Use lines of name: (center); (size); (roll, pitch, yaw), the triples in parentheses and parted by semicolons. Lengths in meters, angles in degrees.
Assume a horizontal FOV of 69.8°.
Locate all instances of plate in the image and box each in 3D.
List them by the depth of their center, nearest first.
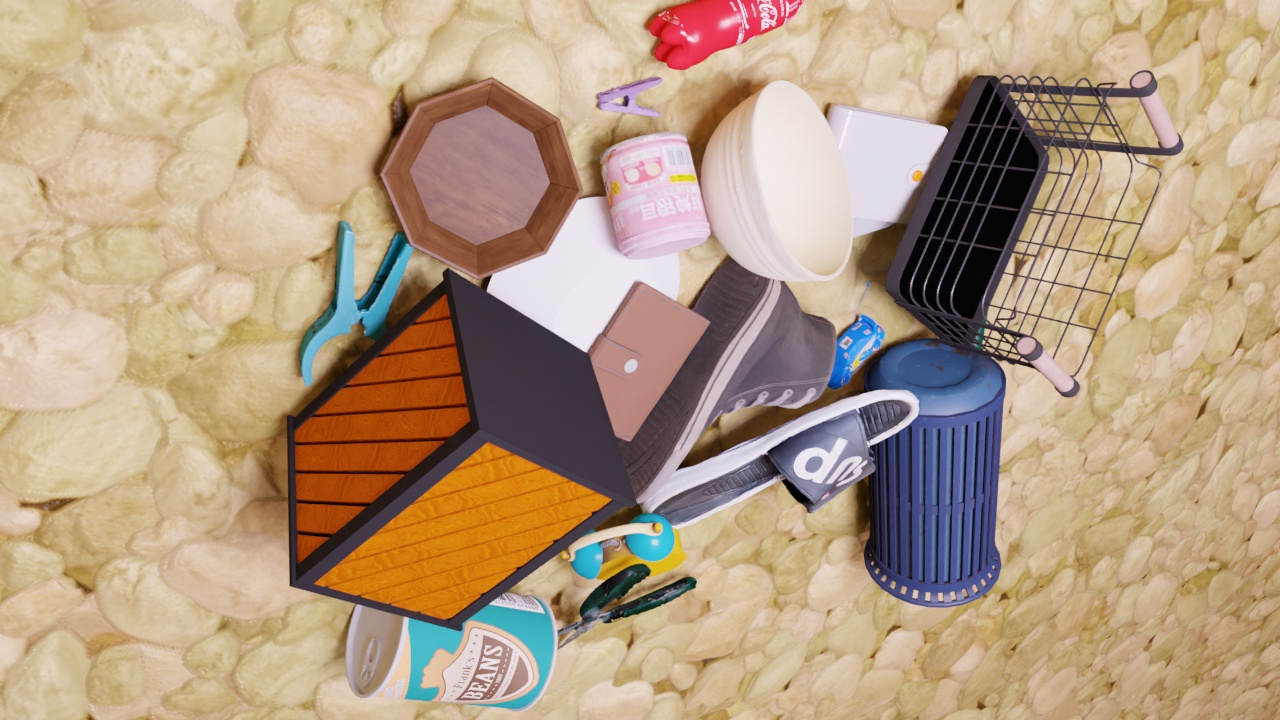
plate: (-0.107, -0.124, 0.626); (0.131, 0.025, 0.131); (-6, 113, -14)
plate: (-0.034, -0.037, 0.709); (0.173, 0.036, 0.174); (-17, 127, -25)

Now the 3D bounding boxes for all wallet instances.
wallet: (-0.004, 0.004, 0.720); (0.087, 0.013, 0.121); (25, 103, -42)
wallet: (0.195, -0.151, 0.780); (0.118, 0.037, 0.115); (2, 115, -26)

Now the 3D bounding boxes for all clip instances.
clip: (-0.214, -0.033, 0.634); (0.120, 0.030, 0.130); (-8, 121, -19)
clip: (-0.007, -0.188, 0.665); (0.050, 0.013, 0.029); (-13, 121, -19)

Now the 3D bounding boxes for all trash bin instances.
trash bin: (-0.127, 0.067, 0.626); (0.172, 0.139, 0.139); (-38, 136, 20)
trash bin: (0.292, 0.109, 0.919); (0.139, 0.139, 0.250); (-21, 123, -17)

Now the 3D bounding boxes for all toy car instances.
toy car: (0.191, -0.024, 0.849); (0.092, 0.033, 0.062); (-48, 135, 3)

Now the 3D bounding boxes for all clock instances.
clock: (-0.009, 0.172, 0.827); (0.099, 0.043, 0.129); (-20, 151, 17)

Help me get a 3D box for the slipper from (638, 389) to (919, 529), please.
slipper: (0.127, 0.104, 0.815); (0.264, 0.063, 0.111); (-21, 149, 11)

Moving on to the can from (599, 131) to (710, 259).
can: (0.010, -0.117, 0.661); (0.067, 0.067, 0.076); (-13, 88, -22)

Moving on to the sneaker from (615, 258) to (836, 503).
sneaker: (0.068, 0.035, 0.787); (0.119, 0.095, 0.235); (31, 93, -37)

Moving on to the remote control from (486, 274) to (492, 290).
remote control: (-0.098, -0.062, 0.686); (0.033, 0.013, 0.137); (-3, 118, -28)

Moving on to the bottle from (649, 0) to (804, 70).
bottle: (0.074, -0.250, 0.654); (0.141, 0.042, 0.042); (-28, 126, -12)

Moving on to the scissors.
scissors: (-0.013, 0.218, 0.840); (0.201, 0.015, 0.206); (-16, 155, -28)

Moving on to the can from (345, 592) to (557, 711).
can: (-0.157, 0.237, 0.770); (0.143, 0.099, 0.099); (21, 105, -35)

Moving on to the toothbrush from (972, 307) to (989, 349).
toothbrush: (0.355, 0.023, 0.978); (0.016, 0.017, 0.190); (-17, 124, -20)

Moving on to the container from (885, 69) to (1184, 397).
container: (0.334, -0.111, 0.776); (0.162, 0.130, 0.241); (27, 86, -45)

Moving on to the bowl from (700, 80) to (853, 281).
bowl: (0.094, -0.126, 0.696); (0.150, 0.075, 0.150); (19, 65, -49)
